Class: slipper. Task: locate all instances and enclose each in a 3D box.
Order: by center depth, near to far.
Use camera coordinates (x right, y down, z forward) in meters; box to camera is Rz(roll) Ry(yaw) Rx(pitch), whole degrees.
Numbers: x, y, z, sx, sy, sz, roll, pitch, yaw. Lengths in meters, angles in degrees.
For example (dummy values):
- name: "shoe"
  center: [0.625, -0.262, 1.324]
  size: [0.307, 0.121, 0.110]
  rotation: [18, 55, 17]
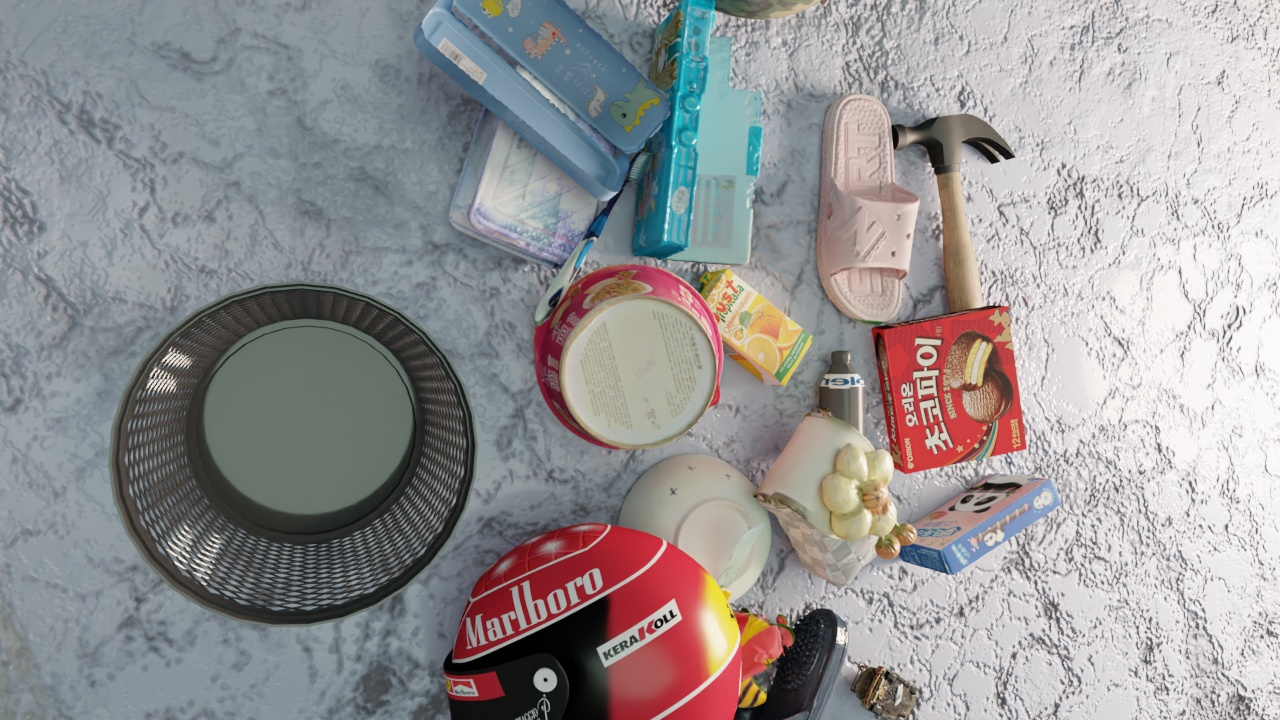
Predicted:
- name: "slipper"
  center: [0.110, 0.349, 0.878]
  size: [0.082, 0.101, 0.263]
  rotation: [34, 76, -17]
- name: "slipper"
  center: [0.233, -0.157, 0.934]
  size: [0.094, 0.064, 0.239]
  rotation: [-3, 90, -19]

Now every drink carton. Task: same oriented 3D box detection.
- name: "drink carton"
  center: [0.102, -0.034, 0.902]
  size: [0.122, 0.041, 0.058]
  rotation: [36, 79, -15]

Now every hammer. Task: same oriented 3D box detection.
- name: "hammer"
  center: [0.349, -0.109, 0.990]
  size: [0.132, 0.040, 0.305]
  rotation: [-10, 94, -15]

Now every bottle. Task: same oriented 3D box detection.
- name: "bottle"
  center: [0.206, 0.046, 0.934]
  size: [0.047, 0.047, 0.112]
  rotation: [0, 91, -19]

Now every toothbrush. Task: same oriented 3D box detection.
- name: "toothbrush"
  center: [-0.041, -0.110, 0.820]
  size: [0.189, 0.017, 0.016]
  rotation: [-58, 138, -8]

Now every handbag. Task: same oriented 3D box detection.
- name: "handbag"
  center: [-0.090, -0.171, 0.826]
  size: [0.126, 0.069, 0.158]
  rotation: [20, 84, -32]
- name: "handbag"
  center: [0.195, 0.143, 0.876]
  size: [0.112, 0.123, 0.171]
  rotation: [-53, 132, -23]

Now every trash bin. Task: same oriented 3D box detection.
- name: "trash bin"
  center: [-0.249, 0.059, 0.684]
  size: [0.217, 0.228, 0.217]
  rotation: [0, 90, -19]

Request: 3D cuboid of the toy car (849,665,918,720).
- name: "toy car"
  center: [0.248, 0.341, 0.951]
  size: [0.112, 0.047, 0.047]
  rotation: [40, 77, -45]

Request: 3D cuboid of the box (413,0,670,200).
- name: "box"
  center: [-0.078, -0.234, 0.762]
  size: [0.209, 0.047, 0.122]
  rotation: [37, 73, -24]

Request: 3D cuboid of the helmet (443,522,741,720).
- name: "helmet"
  center: [-0.052, 0.255, 0.766]
  size: [0.271, 0.197, 0.224]
  rotation: [-27, 91, 8]

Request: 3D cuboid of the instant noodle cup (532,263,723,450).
- name: "instant noodle cup"
  center: [-0.005, 0.005, 0.824]
  size: [0.178, 0.077, 0.179]
  rotation: [-1, 101, -7]

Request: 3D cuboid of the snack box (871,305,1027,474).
- name: "snack box"
  center: [0.323, 0.029, 0.960]
  size: [0.132, 0.036, 0.152]
  rotation: [-11, 96, -5]

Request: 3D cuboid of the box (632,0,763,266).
- name: "box"
  center: [0.067, -0.206, 0.861]
  size: [0.117, 0.097, 0.226]
  rotation: [7, 88, -17]

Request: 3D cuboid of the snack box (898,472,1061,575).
- name: "snack box"
  center: [0.351, 0.169, 0.963]
  size: [0.154, 0.088, 0.033]
  rotation: [-27, 96, -17]

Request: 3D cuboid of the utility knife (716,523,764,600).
- name: "utility knife"
  center: [0.062, 0.230, 0.840]
  size: [0.030, 0.019, 0.228]
  rotation: [4, 128, -29]

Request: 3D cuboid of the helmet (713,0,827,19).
- name: "helmet"
  center: [0.128, -0.428, 0.822]
  size: [0.224, 0.192, 0.237]
  rotation: [14, 111, 2]

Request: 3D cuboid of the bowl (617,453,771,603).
- name: "bowl"
  center: [0.060, 0.168, 0.872]
  size: [0.153, 0.073, 0.153]
  rotation: [0, 89, -18]

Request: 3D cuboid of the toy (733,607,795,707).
- name: "toy"
  center: [0.100, 0.278, 0.877]
  size: [0.084, 0.046, 0.103]
  rotation: [14, 50, 14]
